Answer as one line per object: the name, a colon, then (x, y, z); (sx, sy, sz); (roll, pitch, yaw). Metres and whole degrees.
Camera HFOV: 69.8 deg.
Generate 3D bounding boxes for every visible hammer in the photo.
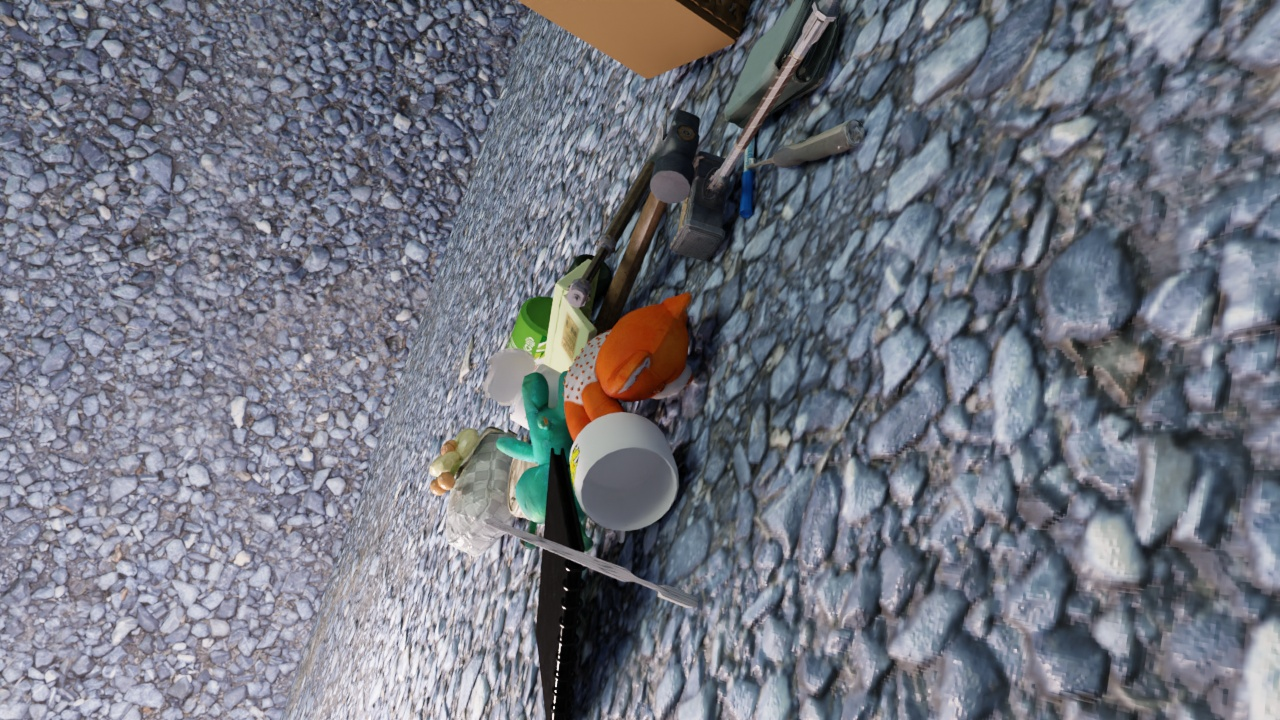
hammer: (0.100, -0.208, 0.820); (0.323, 0.044, 0.098); (125, 158, -63)
hammer: (-0.025, -0.157, 1.074); (0.315, 0.028, 0.147); (-65, 0, -48)
hammer: (-0.002, -0.128, 1.025); (0.323, 0.040, 0.129); (116, 170, -48)

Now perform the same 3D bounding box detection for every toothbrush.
toothbrush: (0.139, -0.186, 0.823); (0.186, 0.022, 0.024); (-174, 85, -70)
toothbrush: (-0.036, 0.156, 0.701); (0.010, 0.181, 0.010); (-39, 30, 59)

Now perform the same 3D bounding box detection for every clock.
clock: (-0.130, 0.155, 1.100); (0.140, 0.054, 0.093); (-122, 44, -63)

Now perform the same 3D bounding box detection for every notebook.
notebook: (-0.078, 0.224, 0.863); (0.169, 0.019, 0.232); (-113, 27, -62)

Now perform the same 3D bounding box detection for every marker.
marker: (0.110, -0.199, 0.925); (0.013, 0.013, 0.141); (-43, 32, 49)

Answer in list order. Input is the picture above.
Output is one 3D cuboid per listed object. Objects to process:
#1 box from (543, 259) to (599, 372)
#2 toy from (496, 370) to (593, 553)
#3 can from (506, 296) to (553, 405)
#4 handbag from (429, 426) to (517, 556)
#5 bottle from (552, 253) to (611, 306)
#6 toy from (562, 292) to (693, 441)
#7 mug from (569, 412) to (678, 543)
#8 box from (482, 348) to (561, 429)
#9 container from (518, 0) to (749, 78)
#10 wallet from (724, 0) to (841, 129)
box: (-0.087, -0.017, 1.108); (0.188, 0.061, 0.133); (105, 166, -48)
toy: (-0.093, 0.107, 0.972); (0.072, 0.131, 0.193); (13, -106, -81)
can: (-0.139, -0.009, 1.237); (0.082, 0.083, 0.144); (-93, 22, -48)
handbag: (-0.229, 0.172, 1.256); (0.113, 0.123, 0.171); (-42, 30, 22)
bottle: (-0.101, -0.070, 1.269); (0.175, 0.055, 0.055); (-52, 26, 41)
toy: (-0.005, 0.005, 0.903); (0.163, 0.093, 0.173); (-56, 10, -30)
mug: (-0.016, 0.109, 0.833); (0.068, 0.094, 0.116); (-112, 25, -64)
box: (-0.112, 0.044, 1.043); (0.081, 0.160, 0.091); (-60, 3, 20)
container: (-0.001, -0.525, 1.135); (0.220, 0.251, 0.214); (6, 76, 60)
wallet: (0.135, -0.287, 0.891); (0.100, 0.054, 0.132); (-64, 17, -13)
